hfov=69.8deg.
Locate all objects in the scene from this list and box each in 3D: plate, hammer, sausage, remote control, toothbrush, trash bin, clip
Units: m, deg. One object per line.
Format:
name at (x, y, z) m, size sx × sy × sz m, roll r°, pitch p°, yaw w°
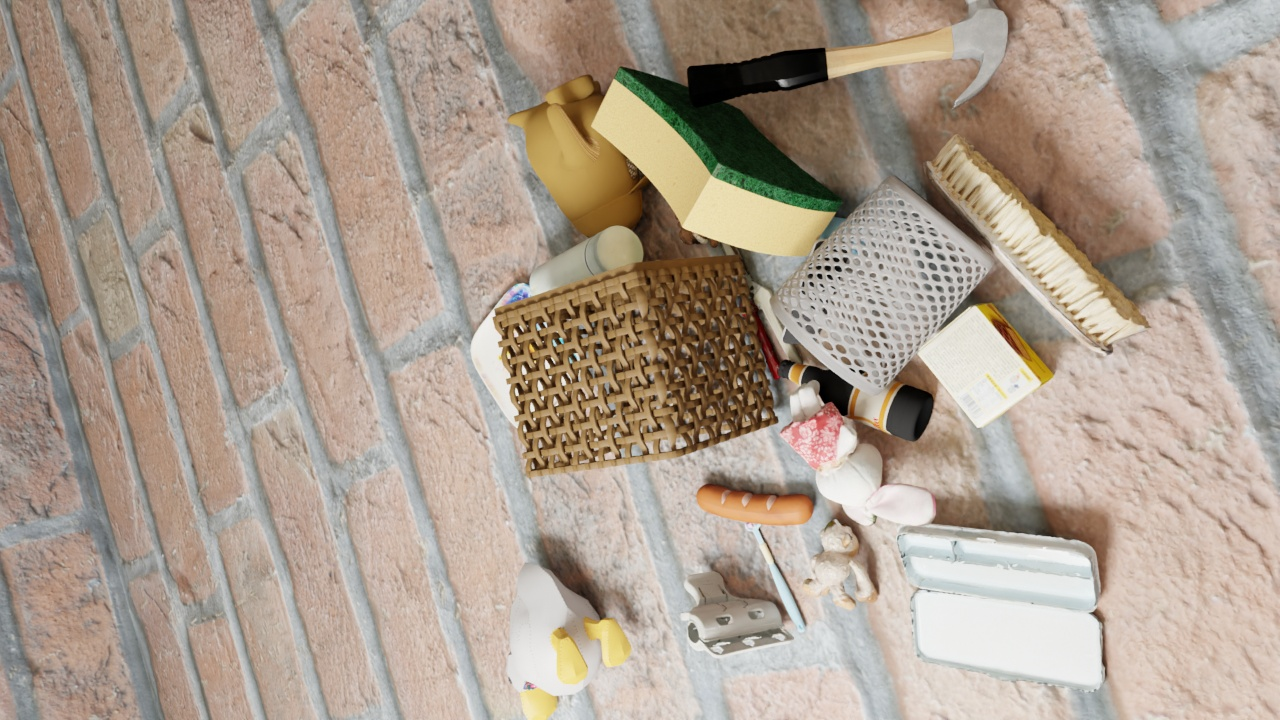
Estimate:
plate at (-0.174, -0.004, 1.398) m, size 0.187 × 0.016 × 0.187 m, roll -46°, pitch 70°, yaw 32°
hammer at (0.213, -0.317, 0.973) m, size 0.329 × 0.039 × 0.131 m, roll -6°, pitch 90°, yaw 13°
sausage at (0.144, 0.186, 1.178) m, size 0.165 × 0.039 × 0.044 m, roll 1°, pitch 95°, yaw 36°
remote control at (0.204, -0.078, 1.069) m, size 0.008 × 0.045 × 0.147 m, roll -106°, pitch 22°, yaw -48°
toothbrush at (0.176, 0.277, 1.183) m, size 0.022 × 0.016 × 0.155 m, roll -24°, pitch 80°, yaw -2°
trash bin at (0.256, -0.082, 0.972) m, size 0.156 × 0.156 × 0.184 m, roll 48°, pitch 110°, yaw 21°
clip at (0.110, 0.332, 1.184) m, size 0.144 × 0.124 × 0.074 m, roll 31°, pitch 116°, yaw 58°

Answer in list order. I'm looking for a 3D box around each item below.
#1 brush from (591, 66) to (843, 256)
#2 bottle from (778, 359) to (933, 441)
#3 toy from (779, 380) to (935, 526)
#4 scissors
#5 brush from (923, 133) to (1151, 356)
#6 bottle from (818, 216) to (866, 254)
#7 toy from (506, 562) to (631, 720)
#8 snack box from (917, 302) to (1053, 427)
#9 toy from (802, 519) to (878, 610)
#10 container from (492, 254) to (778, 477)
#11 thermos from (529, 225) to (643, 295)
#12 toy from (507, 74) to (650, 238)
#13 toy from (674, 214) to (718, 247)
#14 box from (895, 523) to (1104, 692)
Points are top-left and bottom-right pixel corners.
brush at (0.084, -0.222, 1.030) m, size 0.250 × 0.194 × 0.075 m, roll 54°, pitch 125°, yaw 38°
bottle at (0.244, 0.036, 1.069) m, size 0.182 × 0.059 × 0.059 m, roll 21°, pitch 109°, yaw 32°
toy at (0.230, 0.114, 1.040) m, size 0.194 × 0.084 × 0.159 m, roll 52°, pitch 157°, yaw 0°
scissors at (0.143, -0.066, 1.157) m, size 0.188 × 0.015 × 0.147 m, roll 36°, pitch 117°, yaw 29°
brush at (0.390, -0.118, 0.922) m, size 0.057 × 0.083 × 0.271 m, roll -48°, pitch 69°, yaw 31°
bottle at (0.200, -0.154, 1.084) m, size 0.130 × 0.040 × 0.040 m, roll 16°, pitch 106°, yaw 34°
toy at (-0.135, 0.422, 1.368) m, size 0.268 × 0.140 × 0.246 m, roll -22°, pitch 82°, yaw 54°
snack box at (0.365, 0.003, 0.973) m, size 0.084 × 0.061 × 0.105 m, roll -46°, pitch 70°, yaw 33°
toy at (0.235, 0.243, 1.112) m, size 0.085 × 0.074 × 0.106 m, roll 0°, pitch 93°, yaw 49°
container at (-0.007, 0.007, 1.140) m, size 0.252 × 0.219 × 0.214 m, roll -13°, pitch 89°, yaw 41°
thermos at (-0.077, -0.121, 1.226) m, size 0.231 × 0.067 × 0.068 m, roll -13°, pitch 89°, yaw 60°
toy at (-0.060, -0.256, 1.203) m, size 0.163 × 0.198 × 0.203 m, roll -22°, pitch 98°, yaw 9°
toy at (0.070, -0.191, 1.175) m, size 0.055 × 0.041 × 0.102 m, roll -8°, pitch 97°, yaw 28°
box at (0.393, 0.265, 1.007) m, size 0.210 × 0.061 × 0.193 m, roll -2°, pitch 114°, yaw 37°
